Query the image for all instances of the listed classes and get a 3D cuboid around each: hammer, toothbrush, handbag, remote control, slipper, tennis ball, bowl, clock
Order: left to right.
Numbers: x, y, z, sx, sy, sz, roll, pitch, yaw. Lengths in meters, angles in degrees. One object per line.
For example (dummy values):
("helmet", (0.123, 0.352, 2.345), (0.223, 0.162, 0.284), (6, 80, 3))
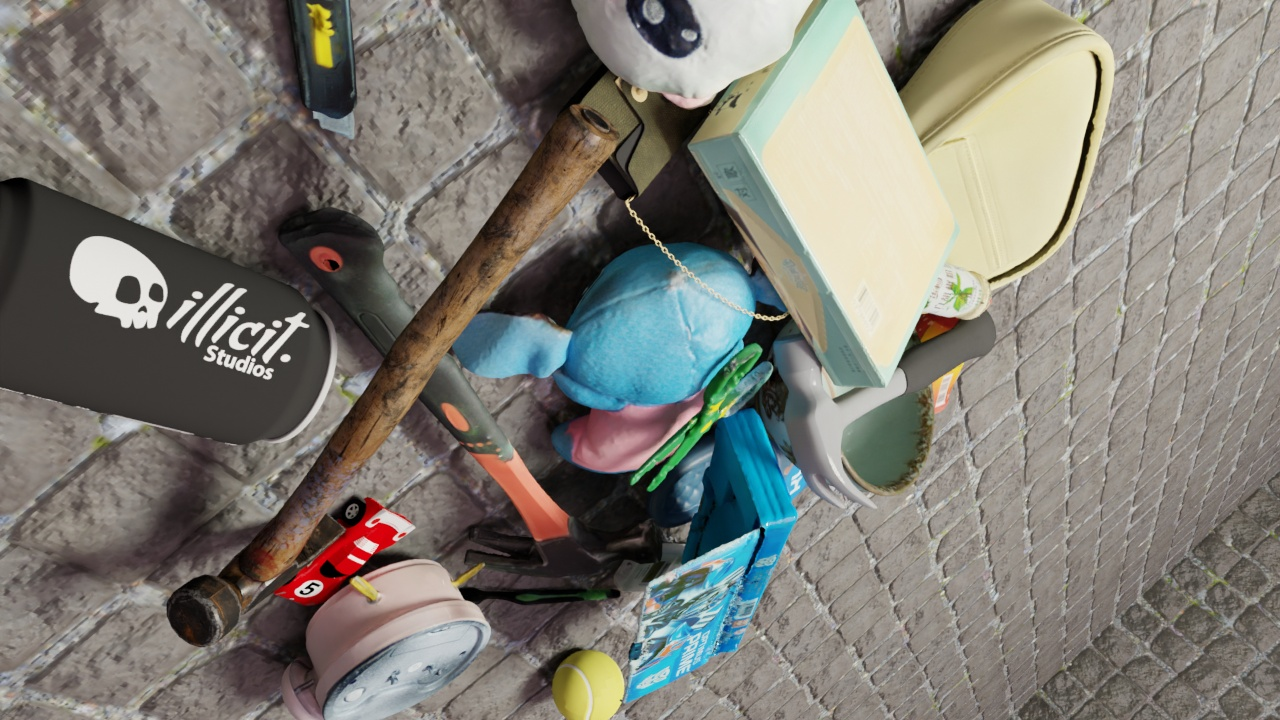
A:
("clock", (-0.176, 0.200, 0.625), (0.116, 0.059, 0.158), (2, 134, -49))
("hammer", (-0.116, 0.011, 0.450), (0.331, 0.033, 0.119), (-48, 180, 24))
("hammer", (-0.100, 0.040, 0.549), (0.133, 0.033, 0.333), (-11, 136, 16))
("toothbrush", (-0.083, 0.195, 0.752), (0.187, 0.014, 0.017), (14, 128, -46))
("tennis ball", (-0.048, 0.297, 0.833), (0.065, 0.065, 0.065), (-23, 137, -24))
("remote control", (0.031, 0.186, 0.834), (0.133, 0.022, 0.050), (14, 115, -47))
("handbag", (0.036, -0.090, 0.508), (0.178, 0.027, 0.084), (48, 65, -25))
("slipper", (0.101, 0.091, 0.781), (0.213, 0.059, 0.104), (-15, 131, -29))
("bowl", (0.148, 0.028, 0.716), (0.159, 0.094, 0.159), (11, 74, -42))
("hammer", (0.200, 0.013, 0.681), (0.309, 0.030, 0.125), (-20, 99, -46))
("handbag", (0.250, -0.144, 0.686), (0.191, 0.088, 0.233), (-30, 142, 7))

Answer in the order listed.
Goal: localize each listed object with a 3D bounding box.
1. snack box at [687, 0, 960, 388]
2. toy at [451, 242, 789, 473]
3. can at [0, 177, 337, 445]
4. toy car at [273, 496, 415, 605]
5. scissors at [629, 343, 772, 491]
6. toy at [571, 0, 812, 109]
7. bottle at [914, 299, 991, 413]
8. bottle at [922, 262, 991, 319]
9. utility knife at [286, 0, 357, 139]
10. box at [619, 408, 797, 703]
("snack box", (0.120, -0.099, 0.543), (0.193, 0.044, 0.141), (52, 56, -31))
("toy", (-0.004, 0.003, 0.593), (0.223, 0.099, 0.192), (-16, 145, -20))
("can", (-0.213, -0.014, 0.395), (0.080, 0.080, 0.146), (-52, 141, 10))
("toy car", (-0.190, 0.123, 0.584), (0.089, 0.025, 0.038), (-43, 141, -1))
("scissors", (0.042, 0.038, 0.585), (0.131, 0.012, 0.112), (-54, 159, 23))
("toy", (0.010, -0.208, 0.411), (0.139, 0.101, 0.179), (-41, 123, 17))
("bottle", (0.275, -0.014, 0.843), (0.071, 0.048, 0.134), (-12, 132, -33))
("bottle", (0.210, -0.056, 0.682), (0.109, 0.042, 0.043), (10, 119, -26))
("utility knife", (-0.133, -0.170, 0.374), (0.028, 0.020, 0.174), (-17, 136, -26))
("box", (0.033, 0.155, 0.681), (0.113, 0.114, 0.244), (-9, 144, -11))
